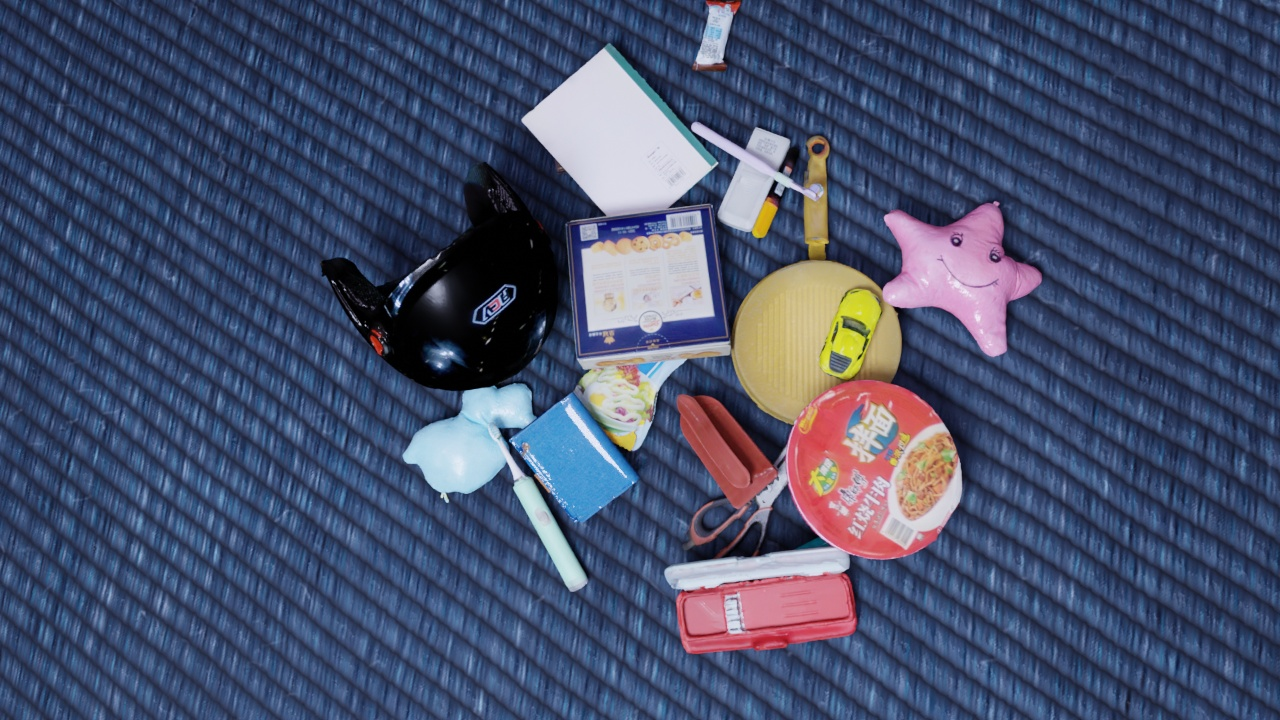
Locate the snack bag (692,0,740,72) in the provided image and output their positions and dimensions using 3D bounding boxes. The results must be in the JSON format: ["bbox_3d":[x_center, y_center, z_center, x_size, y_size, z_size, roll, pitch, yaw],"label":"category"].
[{"bbox_3d":[0.096,-0.413,1.161,0.048,0.026,0.104,8,84,16],"label":"snack bag"}]

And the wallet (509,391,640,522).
[{"bbox_3d":[-0.079,0.117,1.087,0.106,0.040,0.133,-38,91,17],"label":"wallet"}]

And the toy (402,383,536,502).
[{"bbox_3d":[-0.205,0.098,1.122,0.161,0.050,0.156,8,78,-1],"label":"toy"}]

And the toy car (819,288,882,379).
[{"bbox_3d":[0.237,-0.030,1.030,0.048,0.032,0.105,21,89,7],"label":"toy car"}]

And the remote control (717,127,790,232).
[{"bbox_3d":[0.139,-0.222,1.129,0.049,0.024,0.125,23,85,10],"label":"remote control"}]

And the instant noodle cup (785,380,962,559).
[{"bbox_3d":[0.245,0.122,1.000,0.194,0.066,0.193,2,73,-6],"label":"instant noodle cup"}]

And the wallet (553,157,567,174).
[{"bbox_3d":[-0.057,-0.297,1.172,0.122,0.020,0.096,-12,85,5],"label":"wallet"}]

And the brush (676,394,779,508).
[{"bbox_3d":[0.092,0.095,1.047,0.063,0.069,0.145,-43,56,10],"label":"brush"}]

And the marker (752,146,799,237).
[{"bbox_3d":[0.165,-0.205,1.117,0.018,0.015,0.123,28,81,-23],"label":"marker"}]

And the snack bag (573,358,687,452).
[{"bbox_3d":[-0.007,0.006,1.113,0.110,0.039,0.191,25,86,22],"label":"snack bag"}]

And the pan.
[{"bbox_3d":[0.209,-0.099,1.091,0.198,0.078,0.357,1,89,6],"label":"pan"}]

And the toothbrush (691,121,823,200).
[{"bbox_3d":[0.137,-0.244,1.109,0.189,0.029,0.021,34,123,21],"label":"toothbrush"}]

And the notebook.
[{"bbox_3d":[-0.026,-0.275,1.153,0.150,0.012,0.209,-41,86,2],"label":"notebook"}]

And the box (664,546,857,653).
[{"bbox_3d":[0.136,0.258,1.028,0.201,0.073,0.155,-9,121,8],"label":"box"}]

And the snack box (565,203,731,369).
[{"bbox_3d":[0.008,-0.088,1.093,0.178,0.046,0.182,-6,72,2],"label":"snack box"}]

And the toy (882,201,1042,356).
[{"bbox_3d":[0.364,-0.115,1.052,0.194,0.075,0.178,29,74,3],"label":"toy"}]

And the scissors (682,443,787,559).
[{"bbox_3d":[0.128,0.152,1.064,0.192,0.015,0.207,-3,87,18],"label":"scissors"}]

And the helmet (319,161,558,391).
[{"bbox_3d":[-0.203,-0.077,1.040,0.233,0.275,0.230,-38,106,-15],"label":"helmet"}]

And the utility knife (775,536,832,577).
[{"bbox_3d":[0.227,0.209,1.059,0.179,0.013,0.029,-28,82,5],"label":"utility knife"}]

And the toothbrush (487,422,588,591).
[{"bbox_3d":[-0.126,0.172,1.095,0.026,0.027,0.224,-28,87,-21],"label":"toothbrush"}]
